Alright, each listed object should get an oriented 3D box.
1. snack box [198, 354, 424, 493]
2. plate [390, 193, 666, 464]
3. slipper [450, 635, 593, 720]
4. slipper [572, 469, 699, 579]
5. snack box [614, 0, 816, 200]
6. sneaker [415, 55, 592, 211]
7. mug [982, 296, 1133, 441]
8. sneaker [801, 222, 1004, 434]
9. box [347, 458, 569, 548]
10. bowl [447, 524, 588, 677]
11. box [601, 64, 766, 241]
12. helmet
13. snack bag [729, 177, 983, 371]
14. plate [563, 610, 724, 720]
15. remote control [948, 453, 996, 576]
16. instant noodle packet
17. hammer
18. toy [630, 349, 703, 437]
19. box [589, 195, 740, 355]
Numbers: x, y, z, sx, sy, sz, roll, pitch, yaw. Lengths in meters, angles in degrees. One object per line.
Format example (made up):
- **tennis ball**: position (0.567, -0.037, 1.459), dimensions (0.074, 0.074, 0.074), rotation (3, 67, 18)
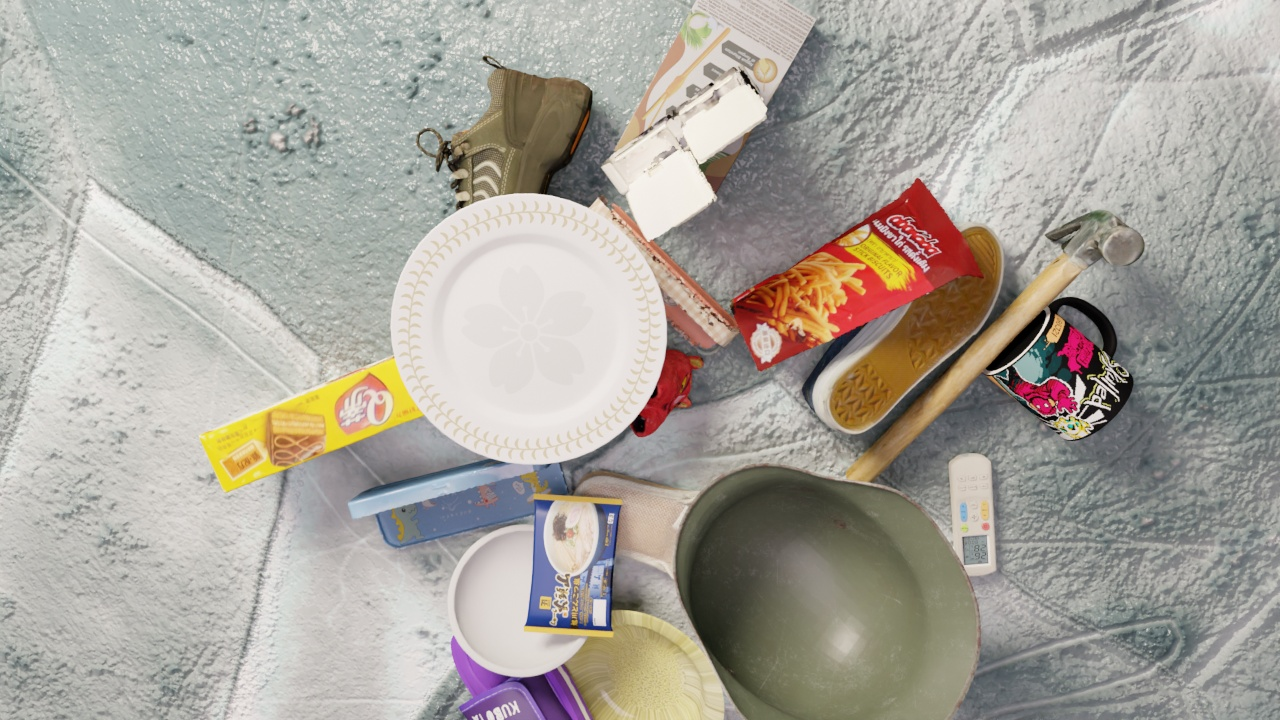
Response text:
- **snack box**: position (-0.295, 0.050, 0.893), dimensions (0.230, 0.110, 0.061), rotation (-21, 98, 9)
- **plate**: position (-0.098, -0.025, 0.813), dimensions (0.242, 0.016, 0.243), rotation (0, 103, 0)
- **slipper**: position (-0.111, 0.392, 0.940), dimensions (0.107, 0.083, 0.266), rotation (-31, 93, 24)
- **slipper**: position (0.056, 0.173, 0.916), dimensions (0.263, 0.052, 0.115), rotation (13, 104, 3)
- **snack box**: position (0.066, -0.248, 0.837), dimensions (0.101, 0.031, 0.186), rotation (30, 103, -1)
- **sneaker**: position (-0.152, -0.167, 0.838), dimensions (0.143, 0.101, 0.238), rotation (25, 98, -5)
- **mug**: position (0.389, -0.002, 0.841), dimensions (0.098, 0.082, 0.117), rotation (38, 75, -3)
- **sneaker**: position (0.240, -0.030, 0.849), dimensions (0.087, 0.079, 0.235), rotation (44, 84, -15)
- **box**: position (-0.182, 0.143, 0.922), dimensions (0.209, 0.073, 0.085), rotation (-15, 104, 8)
- **bowl**: position (-0.118, 0.244, 0.931), dimensions (0.149, 0.043, 0.149), rotation (2, 66, -5)
- **box**: position (0.038, -0.175, 0.748), dimensions (0.144, 0.187, 0.058), rotation (-33, 113, 14)
- **helmet**: position (0.139, 0.210, 0.811), dimensions (0.268, 0.154, 0.226), rotation (41, 76, -2)
- **snack bag**: position (0.185, -0.070, 0.824), dimensions (0.208, 0.138, 0.066), rotation (-26, 129, 11)
- **plate**: position (0.001, 0.335, 0.953), dimensions (0.184, 0.036, 0.184), rotation (5, 106, 18)
- **remote control**: position (0.327, 0.153, 0.904), dimensions (0.038, 0.018, 0.125), rotation (-6, 102, 7)
- **instant noodle packet**: position (-0.066, 0.201, 0.899), dimensions (0.087, 0.026, 0.134), rotation (4, 87, -1)
- **hammer**: position (0.306, -0.002, 0.837), dimensions (0.033, 0.132, 0.331), rotation (37, 113, -4)
- **toy**: position (-0.005, 0.005, 0.893), dimensions (0.133, 0.093, 0.088), rotation (45, 132, 21)
- **box**: position (0.014, -0.078, 0.867), dimensions (0.187, 0.056, 0.071), rotation (44, 134, -3)
